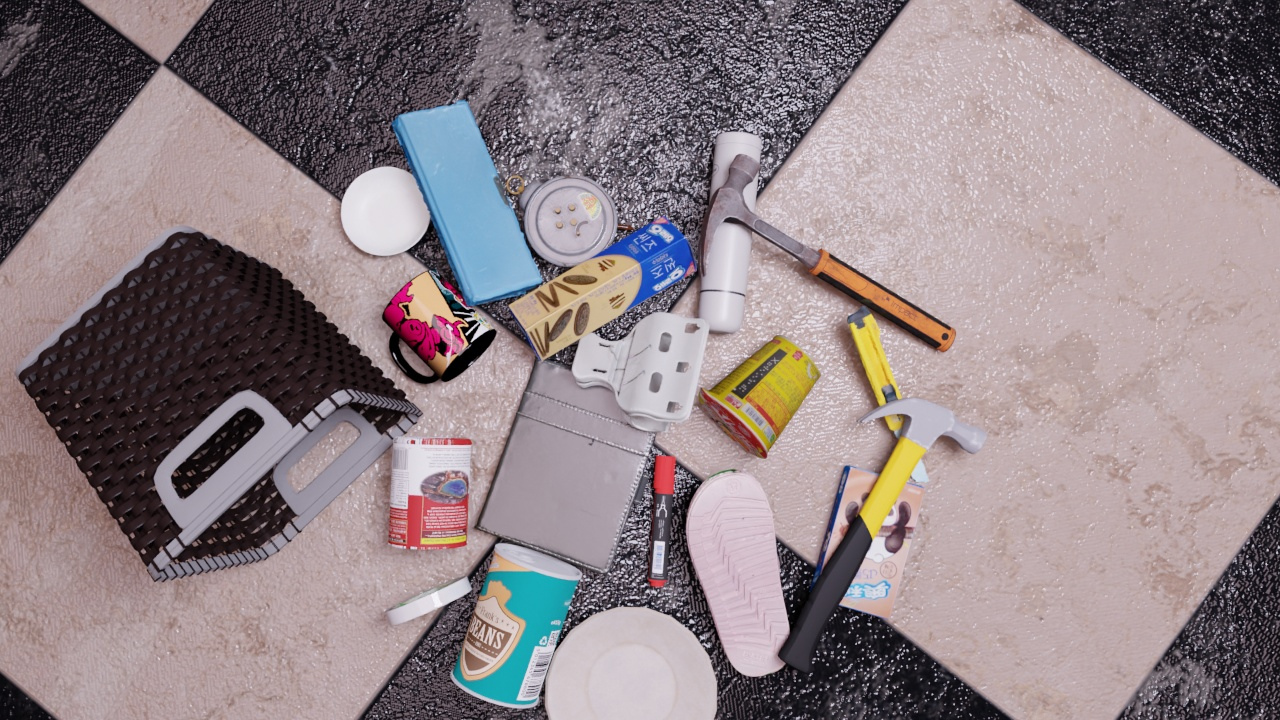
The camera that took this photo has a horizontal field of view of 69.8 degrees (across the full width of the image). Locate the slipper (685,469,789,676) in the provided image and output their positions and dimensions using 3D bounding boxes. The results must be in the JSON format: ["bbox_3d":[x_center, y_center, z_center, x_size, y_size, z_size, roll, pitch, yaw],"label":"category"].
[{"bbox_3d":[0.108,0.229,1.009,0.094,0.064,0.239,-13,103,3],"label":"slipper"}]

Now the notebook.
[{"bbox_3d":[-0.075,0.118,1.038,0.169,0.029,0.209,19,87,3],"label":"notebook"}]

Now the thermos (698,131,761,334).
[{"bbox_3d":[0.100,-0.142,1.038,0.052,0.052,0.224,6,86,2],"label":"thermos"}]

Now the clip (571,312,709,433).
[{"bbox_3d":[0.002,0.015,1.020,0.152,0.099,0.126,1,61,27],"label":"clip"}]

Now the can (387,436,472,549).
[{"bbox_3d":[-0.231,0.144,1.011,0.086,0.086,0.116,2,86,2],"label":"can"}]

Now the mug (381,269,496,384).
[{"bbox_3d":[-0.235,-0.027,1.034,0.098,0.081,0.118,45,116,4],"label":"mug"}]

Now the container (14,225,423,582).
[{"bbox_3d":[-0.425,0.042,0.949,0.247,0.245,0.243,-43,83,-2],"label":"container"}]

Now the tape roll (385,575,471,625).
[{"bbox_3d":[-0.231,0.261,1.000,0.094,0.094,0.018,-23,85,0],"label":"tape roll"}]

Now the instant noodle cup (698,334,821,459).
[{"bbox_3d":[0.138,0.036,1.010,0.100,0.100,0.112,44,78,4],"label":"instant noodle cup"}]

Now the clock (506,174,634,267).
[{"bbox_3d":[-0.090,-0.163,1.045,0.148,0.056,0.104,35,87,2],"label":"clock"}]

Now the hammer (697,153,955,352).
[{"bbox_3d":[0.207,-0.087,1.010,0.314,0.035,0.137,30,84,-8],"label":"hammer"}]

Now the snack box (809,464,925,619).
[{"bbox_3d":[0.251,0.200,1.019,0.087,0.034,0.151,16,87,2],"label":"snack box"}]

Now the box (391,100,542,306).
[{"bbox_3d":[-0.198,-0.174,1.038,0.093,0.054,0.231,-22,85,-27],"label":"box"}]

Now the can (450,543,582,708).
[{"bbox_3d":[-0.134,0.284,0.992,0.099,0.099,0.144,19,87,3],"label":"can"}]

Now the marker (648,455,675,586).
[{"bbox_3d":[0.023,0.180,1.033,0.023,0.021,0.145,7,85,-36],"label":"marker"}]

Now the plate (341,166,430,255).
[{"bbox_3d":[-0.292,-0.171,1.066,0.104,0.026,0.104,0,85,2],"label":"plate"}]

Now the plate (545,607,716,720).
[{"bbox_3d":[-0.011,0.367,1.018,0.189,0.027,0.188,0,86,2],"label":"plate"}]

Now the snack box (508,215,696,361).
[{"bbox_3d":[-0.040,-0.082,1.015,0.206,0.057,0.056,-31,45,-7],"label":"snack box"}]

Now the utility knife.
[{"bbox_3d":[0.277,0.042,1.016,0.030,0.019,0.217,-23,105,4],"label":"utility knife"}]

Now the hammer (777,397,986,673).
[{"bbox_3d":[0.240,0.186,0.988,0.127,0.029,0.323,30,88,1],"label":"hammer"}]

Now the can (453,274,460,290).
[{"bbox_3d":[-0.205,-0.123,1.057,0.031,0.031,0.080,-16,86,0],"label":"can"}]
